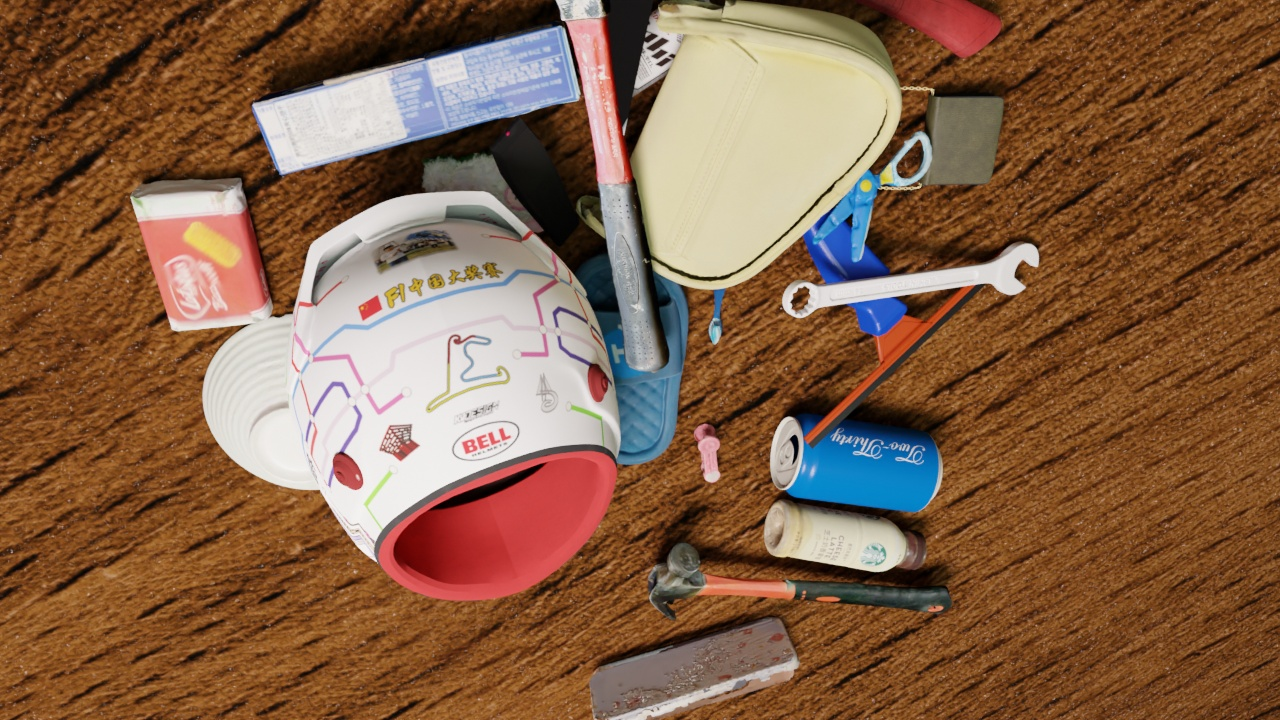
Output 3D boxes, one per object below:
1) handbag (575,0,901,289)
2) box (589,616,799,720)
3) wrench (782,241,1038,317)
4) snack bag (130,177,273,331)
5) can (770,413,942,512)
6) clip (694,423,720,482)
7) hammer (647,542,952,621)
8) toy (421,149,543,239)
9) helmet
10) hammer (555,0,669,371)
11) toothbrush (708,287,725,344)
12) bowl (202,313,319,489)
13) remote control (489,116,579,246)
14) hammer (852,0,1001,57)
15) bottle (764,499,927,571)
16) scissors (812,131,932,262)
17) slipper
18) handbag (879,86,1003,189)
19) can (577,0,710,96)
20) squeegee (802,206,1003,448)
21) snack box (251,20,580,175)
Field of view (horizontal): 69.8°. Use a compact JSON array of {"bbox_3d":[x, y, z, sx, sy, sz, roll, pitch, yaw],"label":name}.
[{"bbox_3d":[0.072,-0.157,0.685,0.191,0.088,0.233,26,129,-5],"label":"handbag"},{"bbox_3d":[0.060,0.345,0.969,0.216,0.096,0.105,-17,124,0],"label":"box"},{"bbox_3d":[0.236,-0.067,0.776,0.272,0.009,0.047,-9,114,-25],"label":"wrench"},{"bbox_3d":[-0.338,-0.082,0.714,0.077,0.036,0.116,-6,118,-6],"label":"snack bag"},{"bbox_3d":[0.204,0.097,0.866,0.146,0.079,0.079,9,116,-13],"label":"can"},{"bbox_3d":[0.066,0.091,0.868,0.022,0.037,0.058,-14,123,-5],"label":"clip"},{"bbox_3d":[0.169,0.235,0.933,0.333,0.033,0.133,7,143,-15],"label":"hammer"},{"bbox_3d":[-0.114,-0.121,0.728,0.095,0.041,0.109,-19,125,0],"label":"toy"},{"bbox_3d":[-0.139,0.024,0.691,0.230,0.236,0.315,-20,152,-14],"label":"helmet"},{"bbox_3d":[-0.009,-0.131,0.658,0.141,0.036,0.327,4,126,19],"label":"hammer"},{"bbox_3d":[0.069,-0.074,0.791,0.021,0.016,0.132,3,118,1],"label":"toothbrush"},{"bbox_3d":[-0.284,0.055,0.774,0.177,0.070,0.177,-4,119,-7],"label":"bowl"},{"bbox_3d":[-0.077,-0.132,0.705,0.039,0.010,0.125,-51,148,-12],"label":"remote control"},{"bbox_3d":[0.132,-0.290,0.665,0.315,0.036,0.126,12,90,-21],"label":"hammer"},{"bbox_3d":[0.208,0.180,0.924,0.162,0.056,0.057,12,115,-15],"label":"bottle"},{"bbox_3d":[0.190,-0.138,0.742,0.105,0.019,0.132,6,98,-4],"label":"scissors"},{"bbox_3d":[-0.005,0.005,0.799,0.103,0.059,0.214,-9,120,-7],"label":"slipper"},{"bbox_3d":[0.202,-0.182,0.756,0.178,0.027,0.084,-1,116,-2],"label":"handbag"},{"bbox_3d":[0.007,-0.231,0.683,0.107,0.044,0.044,-31,118,8],"label":"can"},{"bbox_3d":[0.183,-0.075,0.787,0.249,0.055,0.185,-42,116,-6],"label":"squeegee"},{"bbox_3d":[-0.159,-0.193,0.670,0.226,0.059,0.059,-15,116,-2],"label":"snack box"}]
